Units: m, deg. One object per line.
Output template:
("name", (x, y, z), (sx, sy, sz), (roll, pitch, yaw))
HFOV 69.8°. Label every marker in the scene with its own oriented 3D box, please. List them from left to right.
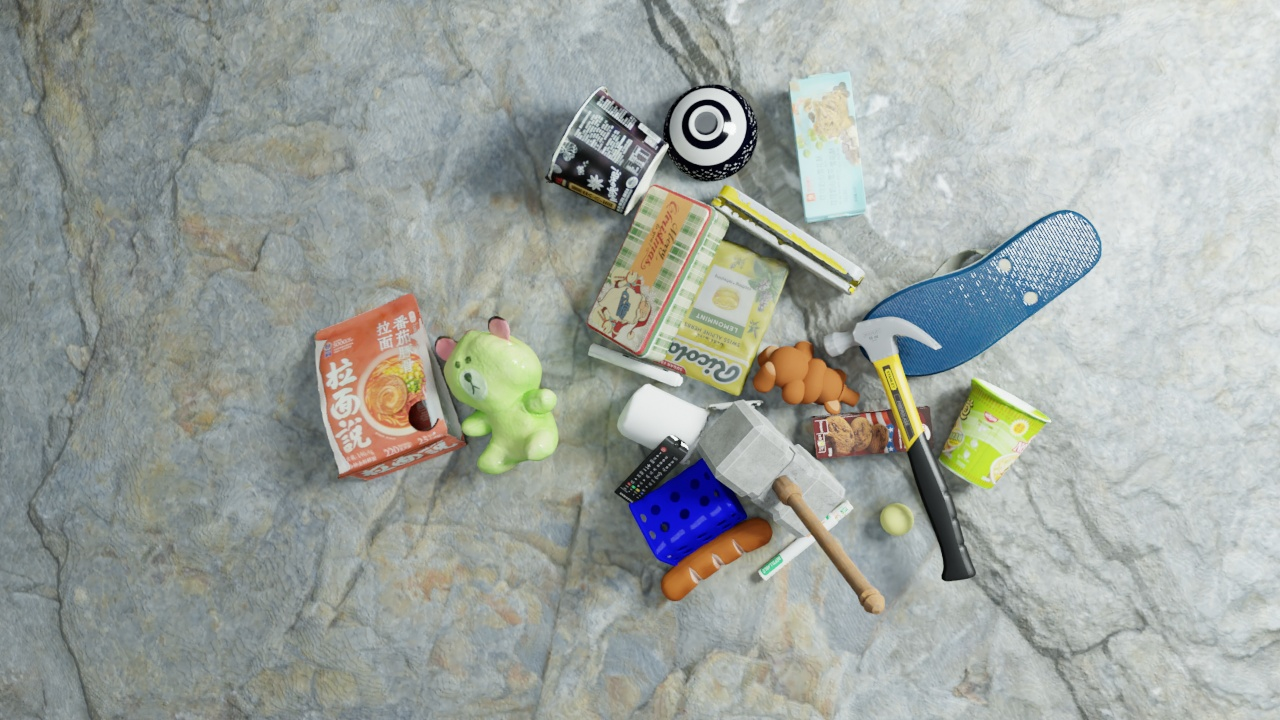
("marker", (-0.007, 0.007, 1.184), (0.134, 0.020, 0.017), (20, 127, 20))
("marker", (0.210, 0.229, 1.167), (0.145, 0.017, 0.017), (-42, 85, 9))

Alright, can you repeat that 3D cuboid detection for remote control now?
("remote control", (0.011, 0.142, 1.159), (0.033, 0.015, 0.147), (36, 132, -4))

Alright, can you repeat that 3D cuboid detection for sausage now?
("sausage", (0.095, 0.252, 1.175), (0.164, 0.039, 0.044), (-35, 52, 9))

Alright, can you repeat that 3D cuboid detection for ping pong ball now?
("ping pong ball", (0.317, 0.197, 1.135), (0.040, 0.040, 0.040), (0, 92, 10))

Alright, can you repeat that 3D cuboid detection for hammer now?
("hammer", (0.185, 0.175, 1.002), (0.162, 0.317, 0.083), (38, 98, -25))
("hammer", (0.327, 0.102, 1.084), (0.127, 0.029, 0.323), (-22, 85, 31))

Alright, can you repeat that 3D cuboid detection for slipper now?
("slipper", (0.404, -0.075, 1.102), (0.295, 0.060, 0.118), (-33, 89, 19))

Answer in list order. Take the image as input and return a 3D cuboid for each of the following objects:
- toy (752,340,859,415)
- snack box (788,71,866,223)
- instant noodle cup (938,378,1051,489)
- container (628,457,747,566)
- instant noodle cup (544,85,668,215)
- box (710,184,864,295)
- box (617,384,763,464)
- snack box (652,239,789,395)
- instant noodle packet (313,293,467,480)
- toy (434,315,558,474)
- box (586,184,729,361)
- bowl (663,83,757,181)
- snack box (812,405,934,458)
("toy", (0.208, 0.026, 1.143), (0.127, 0.065, 0.094), (25, 55, -6))
("snack box", (0.229, -0.261, 1.131), (0.075, 0.053, 0.174), (-7, 90, 11))
("instant noodle cup", (0.414, 0.091, 1.093), (0.099, 0.098, 0.108), (28, 104, 8))
("container", (0.061, 0.189, 1.150), (0.114, 0.085, 0.084), (-34, 62, 7))
("instant noodle cup", (-0.037, -0.252, 1.143), (0.112, 0.137, 0.137), (32, 97, -1))
("box", (0.180, -0.146, 1.136), (0.210, 0.064, 0.037), (34, 92, 7))
("box", (0.062, 0.069, 1.158), (0.156, 0.084, 0.126), (28, 90, 7))
("snack box", (0.104, -0.060, 1.162), (0.121, 0.045, 0.181), (23, 96, 9))
("instant noodle packet", (-0.349, 0.036, 1.249), (0.164, 0.084, 0.220), (-20, 77, 11))
("toy", (-0.177, 0.044, 1.194), (0.150, 0.107, 0.196), (-21, 78, 33))
("box", (0.018, -0.110, 1.152), (0.118, 0.051, 0.205), (32, 98, 36))
("bowl", (0.085, -0.289, 1.148), (0.120, 0.066, 0.120), (0, 92, 10))
("snack box", (0.288, 0.089, 1.141), (0.141, 0.031, 0.051), (-6, 91, 10))
